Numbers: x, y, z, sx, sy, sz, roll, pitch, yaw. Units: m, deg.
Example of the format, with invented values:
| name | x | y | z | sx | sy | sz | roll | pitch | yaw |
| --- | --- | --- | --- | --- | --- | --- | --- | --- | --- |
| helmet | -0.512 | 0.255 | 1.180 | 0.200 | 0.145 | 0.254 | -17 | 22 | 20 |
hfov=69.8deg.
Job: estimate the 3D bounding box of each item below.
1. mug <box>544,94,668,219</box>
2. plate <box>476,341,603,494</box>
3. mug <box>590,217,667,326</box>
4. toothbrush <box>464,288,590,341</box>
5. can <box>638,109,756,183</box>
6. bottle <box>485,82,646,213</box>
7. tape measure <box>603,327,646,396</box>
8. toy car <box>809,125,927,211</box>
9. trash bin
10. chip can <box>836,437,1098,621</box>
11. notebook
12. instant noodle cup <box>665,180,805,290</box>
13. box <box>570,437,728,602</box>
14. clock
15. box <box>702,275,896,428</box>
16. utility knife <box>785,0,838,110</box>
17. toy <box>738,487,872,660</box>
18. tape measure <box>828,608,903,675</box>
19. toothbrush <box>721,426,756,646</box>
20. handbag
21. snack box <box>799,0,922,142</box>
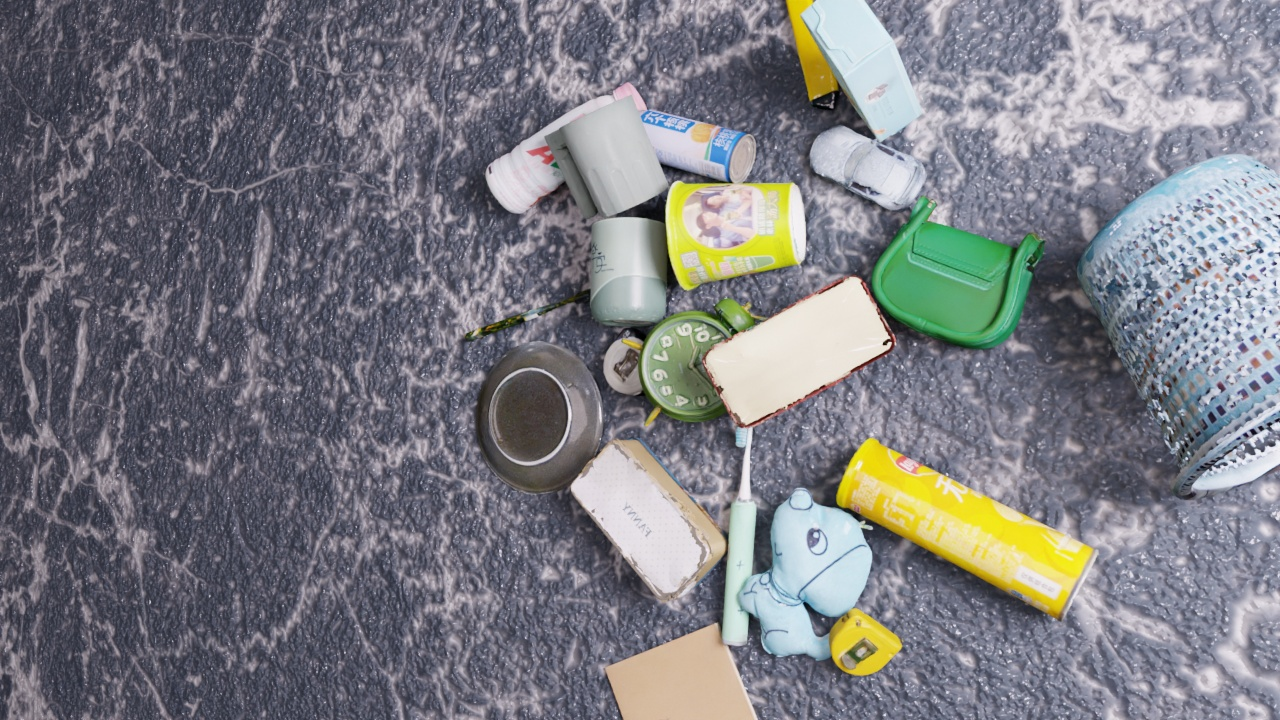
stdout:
| name | x | y | z | sx | sy | sz | roll | pitch | yaw |
| --- | --- | --- | --- | --- | --- | --- | --- | --- | --- |
| mug | -0.039 | -0.209 | 0.971 | 0.124 | 0.083 | 0.103 | -11 | 110 | 48 |
| plate | -0.125 | 0.066 | 1.065 | 0.180 | 0.024 | 0.179 | -3 | 84 | 28 |
| mug | -0.020 | -0.092 | 0.998 | 0.112 | 0.082 | 0.106 | -5 | 83 | 58 |
| toothbrush | -0.134 | -0.051 | 1.083 | 0.186 | 0.017 | 0.012 | -17 | 115 | 26 |
| can | 0.052 | -0.230 | 0.979 | 0.135 | 0.053 | 0.053 | 22 | 96 | 27 |
| bottle | -0.084 | -0.245 | 1.046 | 0.197 | 0.068 | 0.068 | -31 | 73 | 19 |
| tape measure | -0.006 | 0.006 | 1.003 | 0.066 | 0.033 | 0.066 | 39 | 103 | 26 |
| toy car | 0.220 | -0.190 | 0.899 | 0.121 | 0.036 | 0.054 | 35 | 102 | 29 |
| trash bin | 0.449 | -0.036 | 0.684 | 0.227 | 0.226 | 0.195 | -35 | 58 | 21 |
| chip can | 0.285 | 0.146 | 0.817 | 0.213 | 0.072 | 0.072 | 27 | 98 | 27 |
| notebook | 0.059 | 0.398 | 0.950 | 0.150 | 0.012 | 0.211 | -29 | 73 | 24 |
| instant noodle cup | 0.100 | -0.131 | 0.922 | 0.124 | 0.111 | 0.111 | -3 | 84 | 20 |
| box | 0.005 | 0.160 | 0.971 | 0.090 | 0.061 | 0.184 | -47 | 65 | 16 |
| clock | 0.069 | 0.001 | 0.937 | 0.161 | 0.056 | 0.116 | -16 | 87 | 6 |
| box | 0.146 | -0.009 | 0.863 | 0.168 | 0.077 | 0.091 | -28 | 86 | 1 |
| utility knife | 0.171 | -0.357 | 0.948 | 0.033 | 0.015 | 0.215 | -15 | 81 | 27 |
| toy | 0.164 | 0.208 | 0.889 | 0.156 | 0.049 | 0.161 | -29 | 86 | 19 |
| tape measure | 0.207 | 0.268 | 0.860 | 0.060 | 0.028 | 0.057 | 37 | 105 | -7 |
| toothbrush | 0.103 | 0.177 | 0.935 | 0.027 | 0.026 | 0.224 | 4 | 88 | 8 |
| handbag | 0.286 | -0.077 | 0.837 | 0.131 | 0.068 | 0.120 | 25 | 96 | 27 |
| snack box | 0.204 | -0.267 | 0.835 | 0.052 | 0.174 | 0.074 | -33 | 71 | 18 |
